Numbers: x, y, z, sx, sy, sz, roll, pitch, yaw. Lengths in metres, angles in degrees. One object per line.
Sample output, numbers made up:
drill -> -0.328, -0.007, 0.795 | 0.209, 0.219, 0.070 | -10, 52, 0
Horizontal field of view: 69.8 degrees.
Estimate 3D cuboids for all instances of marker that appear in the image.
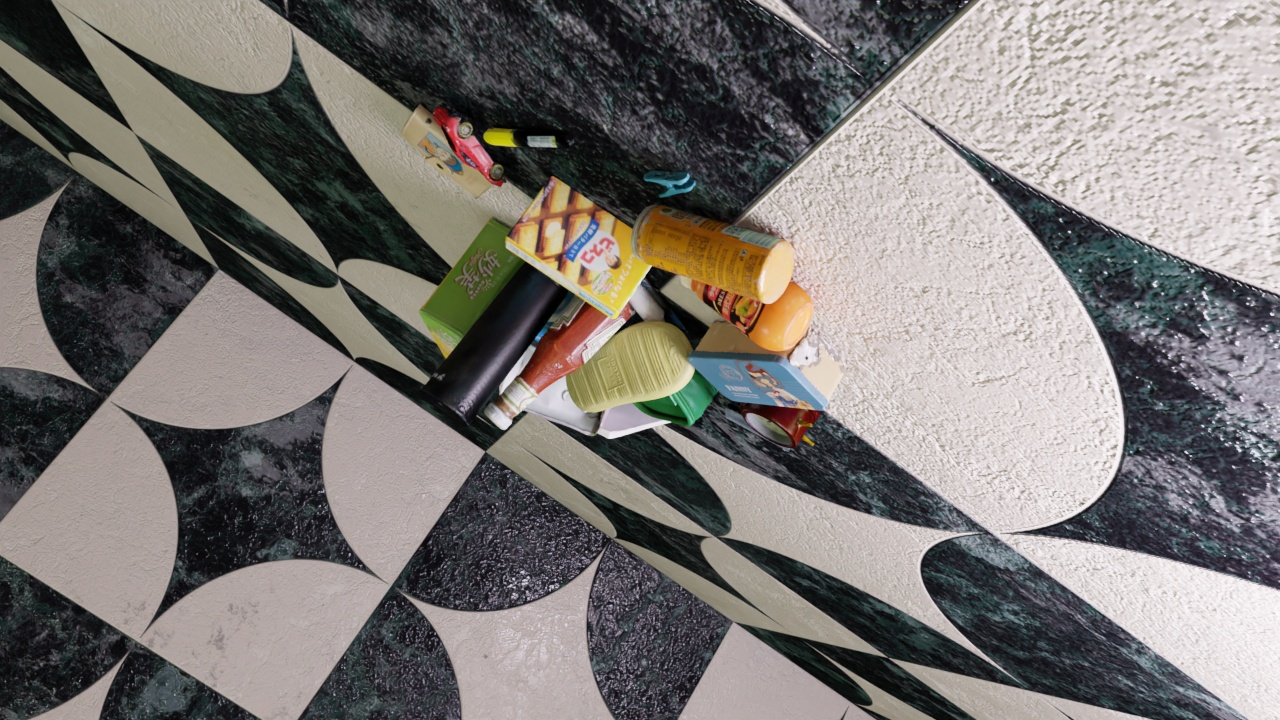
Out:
marker -> -0.110, -0.218, 0.898 | 0.124, 0.015, 0.018 | 14, 149, 40

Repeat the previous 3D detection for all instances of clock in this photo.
clock -> 0.155, 0.056, 1.087 | 0.122, 0.055, 0.082 | 27, 162, 25

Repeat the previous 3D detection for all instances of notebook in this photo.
notebook -> -0.056, 0.068, 1.380 | 0.150, 0.012, 0.208 | 26, -165, 24

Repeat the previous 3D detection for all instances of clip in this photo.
clip -> 0.027, -0.158, 0.816 | 0.039, 0.013, 0.056 | 44, 159, -30

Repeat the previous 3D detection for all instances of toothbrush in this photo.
toothbrush -> 0.003, -0.068, 1.074 | 0.026, 0.026, 0.221 | -17, 136, 26
toothbrush -> 0.007, -0.084, 1.045 | 0.014, 0.016, 0.189 | 21, 160, 45

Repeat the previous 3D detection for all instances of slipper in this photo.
slipper -> -0.007, 0.007, 1.116 | 0.191, 0.081, 0.091 | -19, 88, 36

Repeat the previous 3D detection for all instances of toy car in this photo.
toy car -> -0.178, -0.221, 0.959 | 0.049, 0.031, 0.106 | 48, 178, 42

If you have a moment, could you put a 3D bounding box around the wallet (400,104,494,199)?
wallet -> -0.216, -0.232, 1.035 | 0.115, 0.024, 0.087 | 38, 157, -19

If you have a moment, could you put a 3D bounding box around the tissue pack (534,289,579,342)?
tissue pack -> -0.100, -0.063, 1.159 | 0.157, 0.094, 0.052 | 18, 156, 46

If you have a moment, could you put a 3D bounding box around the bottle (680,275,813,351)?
bottle -> 0.091, -0.067, 0.878 | 0.149, 0.066, 0.067 | 33, 164, 26

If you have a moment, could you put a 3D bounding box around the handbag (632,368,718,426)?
handbag -> 0.031, 0.023, 1.216 | 0.131, 0.067, 0.120 | 13, 146, 51

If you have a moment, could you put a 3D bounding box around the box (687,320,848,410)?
box -> 0.130, 0.003, 0.987 | 0.090, 0.059, 0.185 | 42, 159, -23

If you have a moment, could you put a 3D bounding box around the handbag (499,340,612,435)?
handbag -> -0.095, 0.025, 1.270 | 0.145, 0.098, 0.196 | 29, -169, 3

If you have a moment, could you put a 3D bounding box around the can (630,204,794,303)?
can -> 0.064, -0.098, 0.833 | 0.146, 0.058, 0.058 | 22, 159, 32

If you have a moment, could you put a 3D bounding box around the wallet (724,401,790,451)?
wallet -> 0.156, 0.086, 1.188 | 0.097, 0.019, 0.121 | 28, 176, 10

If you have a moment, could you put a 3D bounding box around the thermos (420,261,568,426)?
thermos -> -0.158, -0.037, 1.079 | 0.068, 0.242, 0.090 | 42, 160, -16

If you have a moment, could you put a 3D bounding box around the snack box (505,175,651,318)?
snack box -> -0.060, -0.117, 0.954 | 0.140, 0.086, 0.034 | 35, 163, -3

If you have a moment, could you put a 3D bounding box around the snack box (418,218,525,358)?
snack box -> -0.199, -0.066, 1.216 | 0.070, 0.157, 0.210 | 30, 162, 11

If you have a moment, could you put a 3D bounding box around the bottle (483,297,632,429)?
bottle -> -0.097, -0.004, 1.059 | 0.060, 0.206, 0.060 | 43, 175, 5
